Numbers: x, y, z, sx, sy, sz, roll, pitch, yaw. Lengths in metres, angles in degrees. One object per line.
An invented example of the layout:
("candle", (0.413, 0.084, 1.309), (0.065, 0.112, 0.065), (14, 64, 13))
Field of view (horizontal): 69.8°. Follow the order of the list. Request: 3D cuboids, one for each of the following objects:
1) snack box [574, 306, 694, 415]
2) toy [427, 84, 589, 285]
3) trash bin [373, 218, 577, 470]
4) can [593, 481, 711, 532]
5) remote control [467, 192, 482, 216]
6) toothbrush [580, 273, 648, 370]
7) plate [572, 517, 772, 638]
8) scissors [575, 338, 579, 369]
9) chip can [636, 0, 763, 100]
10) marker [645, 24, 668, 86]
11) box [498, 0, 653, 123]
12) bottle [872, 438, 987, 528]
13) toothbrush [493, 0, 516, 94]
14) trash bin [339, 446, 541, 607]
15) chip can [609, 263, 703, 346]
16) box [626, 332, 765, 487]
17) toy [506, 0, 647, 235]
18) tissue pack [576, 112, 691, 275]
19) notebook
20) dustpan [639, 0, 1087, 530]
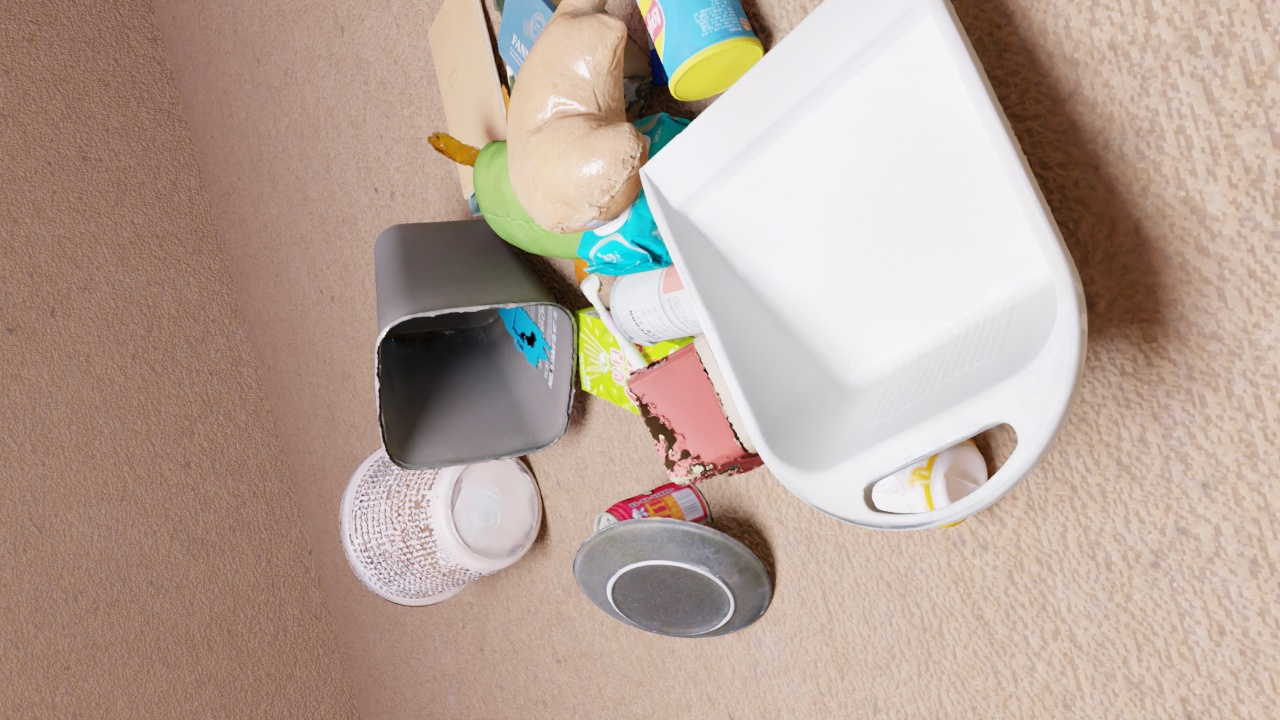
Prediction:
("snack box", (-0.005, 0.005, 0.872), (0.156, 0.026, 0.086), (21, 122, 47))
("toy", (-0.096, -0.157, 0.884), (0.247, 0.089, 0.227), (21, 147, 44))
("trash bin", (-0.191, -0.031, 0.982), (0.219, 0.198, 0.199), (-118, 29, -48))
("can", (0.011, 0.156, 0.860), (0.066, 0.093, 0.067), (30, 128, 48))
("remote control", (-0.163, -0.196, 1.035), (0.135, 0.019, 0.056), (5, 108, 56))
("toothbrush", (0.000, 0.000, 0.823), (0.189, 0.020, 0.029), (56, 147, 20))
("plate", (0.027, 0.203, 0.810), (0.024, 0.179, 0.180), (-79, 7, -46))
("scissors", (-0.055, -0.007, 0.968), (0.172, 0.014, 0.147), (46, 138, 32))
("chip can", (0.017, -0.299, 0.665), (0.071, 0.071, 0.210), (-35, 74, 57))
("marker", (0.008, -0.295, 0.733), (0.017, 0.016, 0.146), (8, 110, 56))
("box", (-0.063, -0.270, 0.812), (0.184, 0.061, 0.090), (51, 141, 29))
("bottle", (0.170, 0.073, 0.607), (0.109, 0.063, 0.063), (3, 107, 56))
("toothbrush", (-0.133, -0.290, 0.954), (0.017, 0.012, 0.186), (14, 116, 61))
("trash bin", (-0.239, 0.197, 1.177), (0.193, 0.226, 0.227), (-18, 89, 46))
("chip can", (0.060, -0.057, 0.709), (0.215, 0.071, 0.071), (-8, 97, 58))
("box", (0.057, 0.040, 0.656), (0.080, 0.168, 0.091), (-29, 76, 20))
("toy", (-0.051, -0.207, 0.699), (0.144, 0.082, 0.225), (-18, 72, 42))
("tissue pack", (0.000, -0.129, 0.739), (0.093, 0.050, 0.133), (-2, 69, 58))
("notebook", (-0.192, -0.305, 1.020), (0.150, 0.012, 0.211), (-26, 76, 58))
("dustpan", (0.115, -0.049, 0.502), (0.223, 0.142, 0.258), (-36, 93, 38))
